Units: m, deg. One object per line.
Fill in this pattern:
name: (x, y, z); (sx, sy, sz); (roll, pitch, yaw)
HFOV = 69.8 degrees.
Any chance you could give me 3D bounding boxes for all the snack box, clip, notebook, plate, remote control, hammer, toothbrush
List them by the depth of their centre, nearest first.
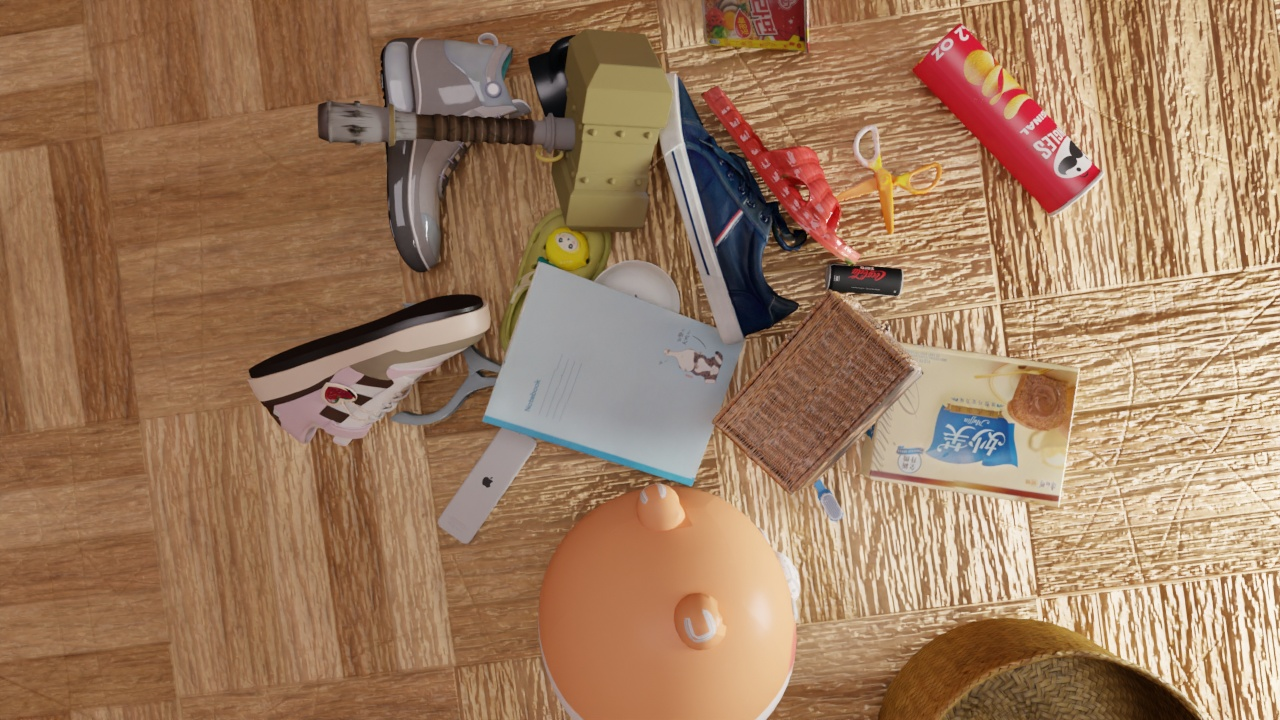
hammer: (-0.149, -0.230, 0.913); (0.324, 0.100, 0.191); (-1, 134, -16)
notebook: (-0.024, 0.020, 0.999); (0.253, 0.009, 0.181); (19, 92, -19)
snack box: (0.357, 0.067, 1.001); (0.207, 0.055, 0.153); (8, 90, 3)
plate: (-0.008, -0.064, 1.025); (0.104, 0.026, 0.104); (-1, 111, -2)
toothbrush: (0.182, 0.106, 1.032); (0.016, 0.014, 0.166); (-29, 89, 3)
clip: (-0.231, 0.028, 1.047); (0.169, 0.031, 0.164); (35, 94, 4)
remote control: (-0.176, 0.140, 1.053); (0.045, 0.008, 0.146); (35, 92, 2)

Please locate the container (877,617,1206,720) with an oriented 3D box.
container: (0.396, 0.415, 0.936); (0.307, 0.196, 0.307); (0, 92, 4)

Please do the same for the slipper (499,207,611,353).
slipper: (-0.102, -0.083, 1.012); (0.091, 0.081, 0.190); (24, 94, 5)

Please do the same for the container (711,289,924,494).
container: (0.187, 0.034, 0.951); (0.112, 0.113, 0.199); (46, 105, 18)

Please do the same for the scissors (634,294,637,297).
scissors: (0.002, 0.009, 1.028); (0.151, 0.019, 0.119); (41, 100, -12)

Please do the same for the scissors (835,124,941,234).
scissors: (0.272, -0.205, 1.025); (0.125, 0.011, 0.131); (-21, 88, 2)

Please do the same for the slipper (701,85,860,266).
slipper: (0.162, -0.208, 0.986); (0.059, 0.103, 0.249); (-40, 86, 17)

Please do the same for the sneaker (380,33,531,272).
sneaker: (-0.200, -0.230, 1.017); (0.160, 0.093, 0.256); (-5, 92, -5)

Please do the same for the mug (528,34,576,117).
mug: (-0.067, -0.308, 0.986); (0.094, 0.122, 0.085); (-17, 72, 2)

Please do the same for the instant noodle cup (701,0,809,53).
instant noodle cup: (0.126, -0.380, 0.993); (0.112, 0.100, 0.100); (-1, 91, 10)

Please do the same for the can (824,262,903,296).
can: (0.247, -0.090, 1.017); (0.080, 0.031, 0.031); (5, 91, 3)

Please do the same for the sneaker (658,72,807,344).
sneaker: (0.100, -0.173, 0.978); (0.127, 0.120, 0.294); (-19, 95, 8)

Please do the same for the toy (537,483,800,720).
toy: (0.031, 0.249, 0.907); (0.265, 0.281, 0.262); (-14, 55, -11)

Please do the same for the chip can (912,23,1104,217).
chip can: (0.394, -0.259, 0.989); (0.069, 0.069, 0.220); (-43, 88, 2)

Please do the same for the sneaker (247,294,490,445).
sneaker: (-0.283, 0.021, 0.995); (0.294, 0.111, 0.116); (-17, 105, 15)
